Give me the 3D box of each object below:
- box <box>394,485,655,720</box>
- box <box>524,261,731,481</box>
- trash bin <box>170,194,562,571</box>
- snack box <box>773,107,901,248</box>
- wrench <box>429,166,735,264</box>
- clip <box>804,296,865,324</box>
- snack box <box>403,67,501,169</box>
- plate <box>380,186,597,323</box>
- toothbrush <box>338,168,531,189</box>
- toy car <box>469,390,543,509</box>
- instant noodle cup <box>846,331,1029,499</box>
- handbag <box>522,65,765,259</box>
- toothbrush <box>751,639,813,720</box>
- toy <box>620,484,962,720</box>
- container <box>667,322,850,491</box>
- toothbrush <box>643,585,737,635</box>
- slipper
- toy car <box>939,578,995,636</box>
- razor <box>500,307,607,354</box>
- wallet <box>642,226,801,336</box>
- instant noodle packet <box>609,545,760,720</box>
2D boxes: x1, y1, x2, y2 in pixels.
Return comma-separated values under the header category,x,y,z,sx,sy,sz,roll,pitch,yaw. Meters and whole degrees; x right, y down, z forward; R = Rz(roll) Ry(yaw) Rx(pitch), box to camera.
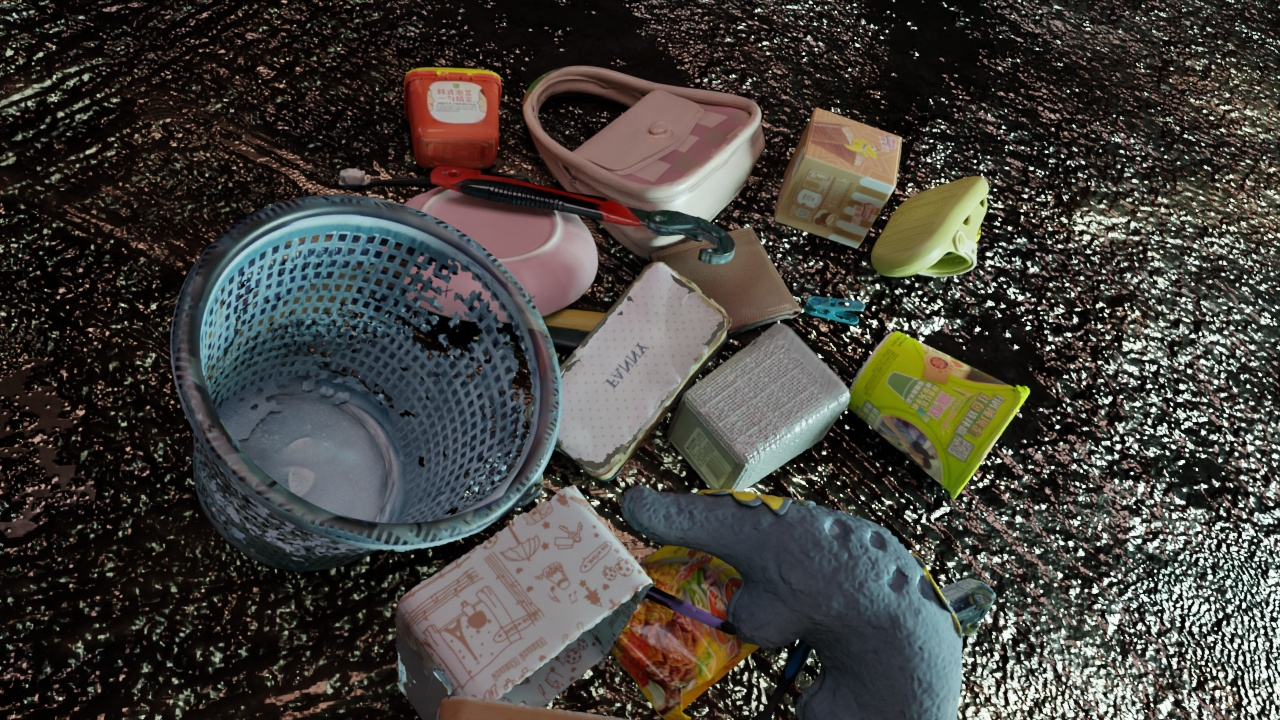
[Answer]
category,x,y,z,sx,sy,sz,roll,pitch,yaw
box,-0.052,0.209,0.546,0.152,0.183,0.178,-34,70,-30
box,-0.004,0.004,0.729,0.090,0.061,0.184,41,80,8
trash bin,-0.194,0.039,0.598,0.226,0.196,0.226,17,55,-26
snack box,0.199,-0.184,0.929,0.094,0.093,0.076,19,54,-1
wrench,-0.050,-0.132,0.802,0.273,0.016,0.056,15,39,1
clip,0.185,-0.049,0.880,0.056,0.040,0.014,9,54,1
snack box,-0.178,-0.230,0.876,0.091,0.082,0.080,-2,67,-15
plate,-0.131,-0.107,0.799,0.192,0.039,0.192,6,41,-5
toothbrush,-0.193,-0.173,0.872,0.181,0.018,0.015,-3,55,-18
toy car,-0.110,0.071,0.717,0.049,0.031,0.105,-13,58,-18
instant noodle cup,0.248,0.038,0.789,0.123,0.112,0.111,35,55,19
handbag,-0.012,-0.222,0.918,0.234,0.094,0.192,33,54,17
toothbrush,0.122,0.217,0.691,0.014,0.016,0.189,29,51,17
toy,0.146,0.188,0.640,0.137,0.091,0.356,-43,92,-17
container,0.091,0.045,0.752,0.114,0.090,0.090,-31,68,-27
toothbrush,-0.013,0.154,0.652,0.189,0.014,0.016,17,22,30
slipper,0.296,-0.120,0.929,0.190,0.092,0.081,-42,114,-42
toy car,0.235,0.199,0.712,0.090,0.043,0.034,-17,48,-23
razor,-0.042,-0.029,0.791,0.167,0.062,0.067,7,87,-3
wallet,0.078,-0.068,0.861,0.124,0.032,0.101,-18,66,-24
instant noodle packet,0.037,0.184,0.672,0.128,0.044,0.111,-32,73,-30
